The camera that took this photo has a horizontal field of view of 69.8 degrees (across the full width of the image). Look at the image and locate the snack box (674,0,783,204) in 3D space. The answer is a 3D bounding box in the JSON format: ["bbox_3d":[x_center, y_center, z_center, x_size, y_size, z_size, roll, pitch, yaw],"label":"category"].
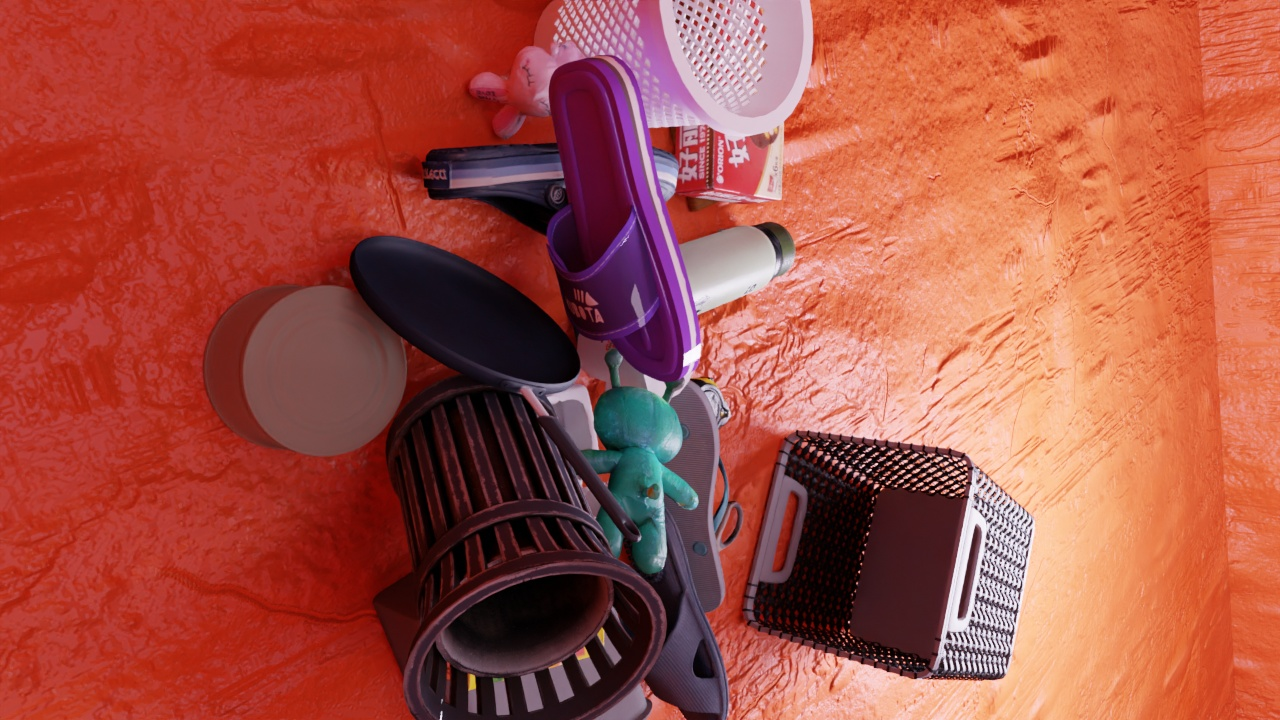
[{"bbox_3d":[0.098,-0.292,0.984,0.113,0.060,0.236,0,93,-42],"label":"snack box"}]

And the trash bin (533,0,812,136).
[{"bbox_3d":[0.016,-0.290,0.832,0.195,0.200,0.195,-3,94,-43],"label":"trash bin"}]

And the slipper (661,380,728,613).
[{"bbox_3d":[0.044,0.141,0.972,0.054,0.098,0.269,-42,130,-62],"label":"slipper"}]

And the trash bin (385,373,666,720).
[{"bbox_3d":[-0.099,0.124,0.654,0.164,0.227,0.164,-11,126,-16],"label":"trash bin"}]

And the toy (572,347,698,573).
[{"bbox_3d":[-0.002,0.084,0.779,0.130,0.073,0.193,18,54,-20],"label":"toy"}]

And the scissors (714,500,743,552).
[{"bbox_3d":[0.068,0.216,1.039,0.157,0.013,0.162,-38,117,-34],"label":"scissors"}]

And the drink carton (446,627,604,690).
[{"bbox_3d":[-0.091,0.218,0.741,0.134,0.043,0.058,0,93,-41],"label":"drink carton"}]

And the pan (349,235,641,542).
[{"bbox_3d":[-0.096,0.010,0.676,0.198,0.356,0.021,15,115,-46],"label":"pan"}]

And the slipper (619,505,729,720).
[{"bbox_3d":[0.013,0.270,0.940,0.082,0.101,0.263,-21,101,-33],"label":"slipper"}]

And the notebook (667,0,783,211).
[{"bbox_3d":[0.086,-0.312,1.025,0.178,0.014,0.249,-30,112,-38],"label":"notebook"}]

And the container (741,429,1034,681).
[{"bbox_3d":[0.314,0.245,1.117,0.243,0.246,0.247,27,74,-44],"label":"container"}]

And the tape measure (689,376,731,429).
[{"bbox_3d":[0.061,0.053,1.004,0.071,0.042,0.072,-39,122,-34],"label":"tape measure"}]

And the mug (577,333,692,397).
[{"bbox_3d":[-0.005,0.005,0.887,0.073,0.090,0.105,-11,111,-46],"label":"mug"}]

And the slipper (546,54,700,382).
[{"bbox_3d":[-0.036,-0.098,0.730,0.083,0.107,0.267,-28,114,-37],"label":"slipper"}]

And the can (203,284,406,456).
[{"bbox_3d":[-0.248,0.006,0.686,0.127,0.073,0.128,-3,94,-43],"label":"can"}]

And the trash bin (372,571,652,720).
[{"bbox_3d":[-0.107,0.267,0.819,0.191,0.098,0.220,-30,111,-38],"label":"trash bin"}]

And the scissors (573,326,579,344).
[{"bbox_3d":[-0.050,-0.069,0.906,0.156,0.019,0.124,38,68,-39],"label":"scissors"}]

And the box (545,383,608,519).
[{"bbox_3d":[-0.067,0.091,0.821,0.108,0.137,0.128,-17,103,-39],"label":"box"}]

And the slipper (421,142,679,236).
[{"bbox_3d":[-0.078,-0.150,0.823,0.252,0.105,0.095,-9,102,-40],"label":"slipper"}]

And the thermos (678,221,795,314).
[{"bbox_3d":[0.080,-0.101,0.986,0.230,0.082,0.082,-24,109,-45],"label":"thermos"}]

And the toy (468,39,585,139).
[{"bbox_3d":[-0.096,-0.235,0.797,0.063,0.110,0.047,47,39,-35],"label":"toy"}]
